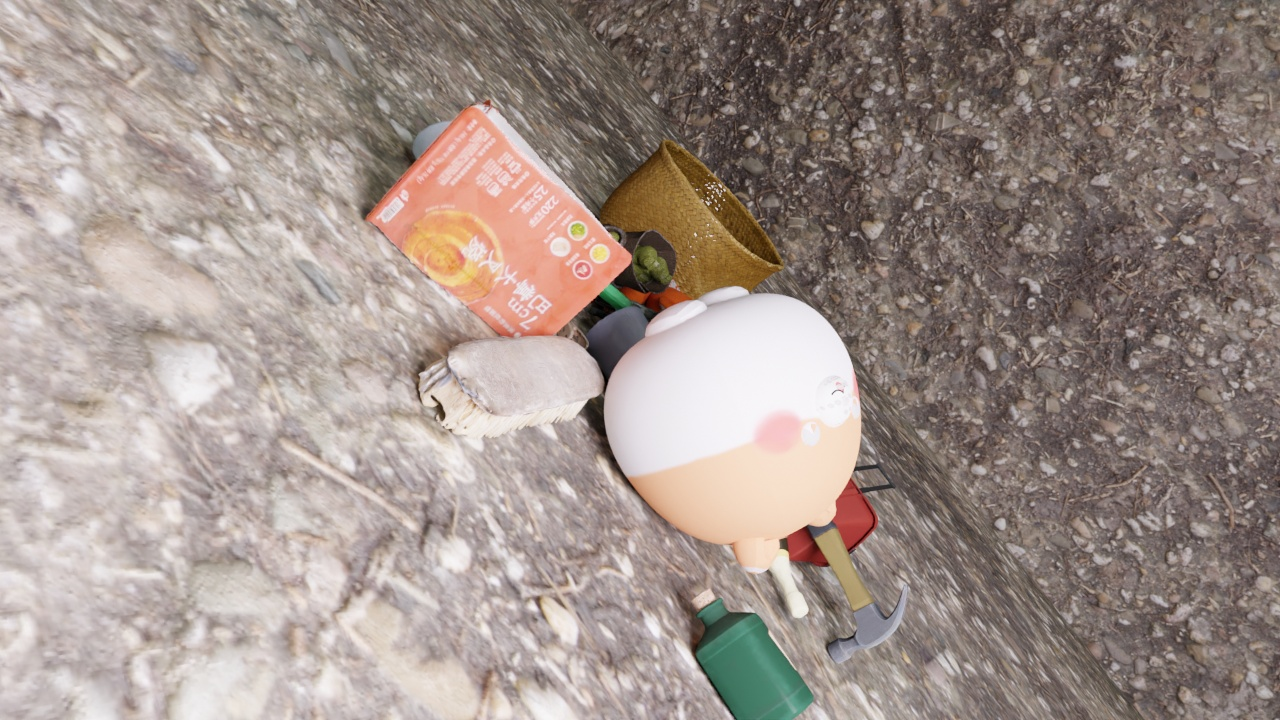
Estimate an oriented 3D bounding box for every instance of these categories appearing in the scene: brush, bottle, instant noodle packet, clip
[{"bbox_3d":[-0.110,0.020,0.869,0.083,0.057,0.270,55,19,9],"label":"brush"},{"bbox_3d":[0.091,0.266,0.823,0.131,0.061,0.061,55,16,19],"label":"bottle"},{"bbox_3d":[-0.139,-0.127,0.935,0.221,0.165,0.083,45,16,-11],"label":"instant noodle packet"},{"bbox_3d":[0.158,0.228,1.097,0.045,0.045,0.184,35,21,-36],"label":"bottle"},{"bbox_3d":[-0.080,-0.029,1.106,0.041,0.024,0.060,40,15,-25],"label":"clip"}]

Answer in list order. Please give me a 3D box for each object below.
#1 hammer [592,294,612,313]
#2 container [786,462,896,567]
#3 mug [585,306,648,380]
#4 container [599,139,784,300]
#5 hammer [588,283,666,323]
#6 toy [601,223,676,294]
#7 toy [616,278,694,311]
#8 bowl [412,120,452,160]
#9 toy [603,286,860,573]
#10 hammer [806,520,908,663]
[{"bbox_3d":[-0.116,-0.185,1.339,0.137,0.035,0.314,22,32,-56],"label":"hammer"},{"bbox_3d":[0.249,0.195,1.252,0.200,0.127,0.148,7,43,-51],"label":"container"},{"bbox_3d":[-0.007,0.007,1.139,0.104,0.083,0.124,56,-8,20],"label":"mug"},{"bbox_3d":[0.075,-0.215,1.598,0.307,0.197,0.306,43,20,-20],"label":"container"},{"bbox_3d":[-0.093,-0.124,1.134,0.130,0.032,0.318,8,-22,49],"label":"hammer"},{"bbox_3d":[-0.026,-0.134,1.215,0.153,0.078,0.179,12,-18,38],"label":"toy"},{"bbox_3d":[0.034,-0.075,1.395,0.163,0.093,0.172,35,9,-44],"label":"toy"},{"bbox_3d":[-0.226,-0.247,1.132,0.106,0.039,0.106,5,52,-7],"label":"bowl"},{"bbox_3d":[0.106,0.065,0.958,0.262,0.267,0.280,-23,89,-43],"label":"toy"},{"bbox_3d":[0.215,0.190,1.131,0.025,0.118,0.332,25,36,-57],"label":"hammer"}]
